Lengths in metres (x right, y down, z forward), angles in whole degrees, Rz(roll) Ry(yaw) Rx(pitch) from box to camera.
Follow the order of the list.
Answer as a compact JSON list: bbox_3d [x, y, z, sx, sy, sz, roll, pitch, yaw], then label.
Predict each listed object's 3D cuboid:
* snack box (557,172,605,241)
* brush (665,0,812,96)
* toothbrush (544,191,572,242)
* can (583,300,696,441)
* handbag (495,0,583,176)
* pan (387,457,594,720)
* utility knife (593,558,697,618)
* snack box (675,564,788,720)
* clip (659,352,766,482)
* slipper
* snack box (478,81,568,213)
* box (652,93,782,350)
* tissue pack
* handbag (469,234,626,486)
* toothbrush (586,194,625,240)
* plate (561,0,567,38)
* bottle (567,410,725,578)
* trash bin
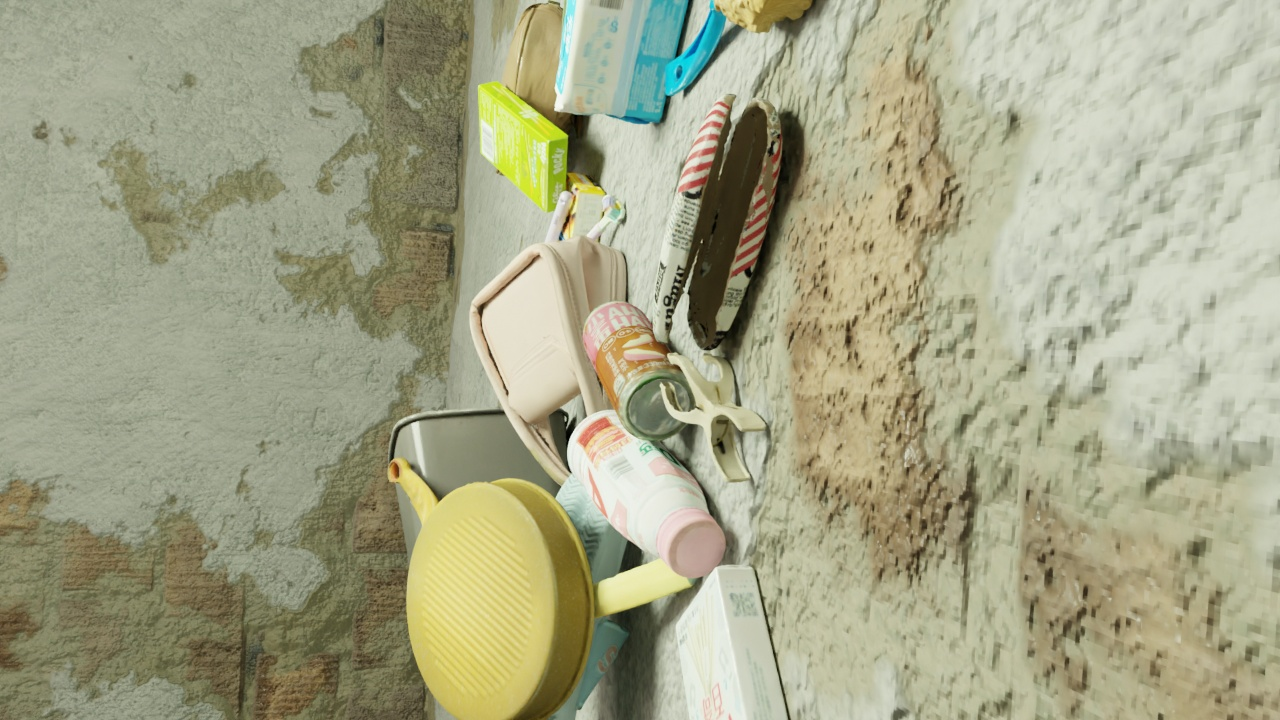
[{"bbox_3d":[-0.070,-0.126,0.996,0.087,0.033,0.141,-119,34,-62],"label":"snack box"},{"bbox_3d":[0.055,-0.223,0.593,0.255,0.046,0.083,169,100,-77],"label":"brush"},{"bbox_3d":[-0.102,-0.127,1.014,0.021,0.029,0.190,-51,-4,-33],"label":"toothbrush"},{"bbox_3d":[-0.004,0.004,0.697,0.147,0.058,0.058,-121,38,-63],"label":"can"},{"bbox_3d":[-0.117,-0.313,1.089,0.205,0.099,0.147,120,156,-56],"label":"handbag"},{"bbox_3d":[-0.160,0.168,0.807,0.358,0.078,0.198,28,103,41],"label":"pan"},{"bbox_3d":[-0.013,0.167,0.674,0.177,0.019,0.031,-29,59,41],"label":"utility knife"},{"bbox_3d":[0.054,0.205,0.516,0.085,0.027,0.156,113,156,-48],"label":"snack box"},{"bbox_3d":[0.047,0.021,0.568,0.103,0.034,0.076,-133,49,-62],"label":"clip"},{"bbox_3d":[-0.054,0.207,0.782,0.104,0.074,0.245,11,81,48],"label":"slipper"},{"bbox_3d":[-0.129,-0.233,0.996,0.156,0.026,0.086,44,143,38],"label":"snack box"},{"bbox_3d":[0.033,-0.084,0.560,0.075,0.076,0.164,-98,17,-51],"label":"box"},{"bbox_3d":[-0.017,-0.261,0.739,0.063,0.090,0.140,-110,28,-53],"label":"tissue pack"},{"bbox_3d":[-0.076,0.016,0.882,0.194,0.093,0.234,-34,65,53],"label":"handbag"},{"bbox_3d":[-0.069,-0.105,0.930,0.029,0.020,0.190,59,140,8],"label":"toothbrush"},{"bbox_3d":[-0.040,-0.356,0.851,0.230,0.027,0.230,-175,91,-73],"label":"plate"},{"bbox_3d":[0.004,0.093,0.649,0.197,0.068,0.068,-145,59,-66],"label":"bottle"},{"bbox_3d":[-0.167,0.187,1.011,0.199,0.198,0.219,118,144,-57],"label":"trash bin"}]
